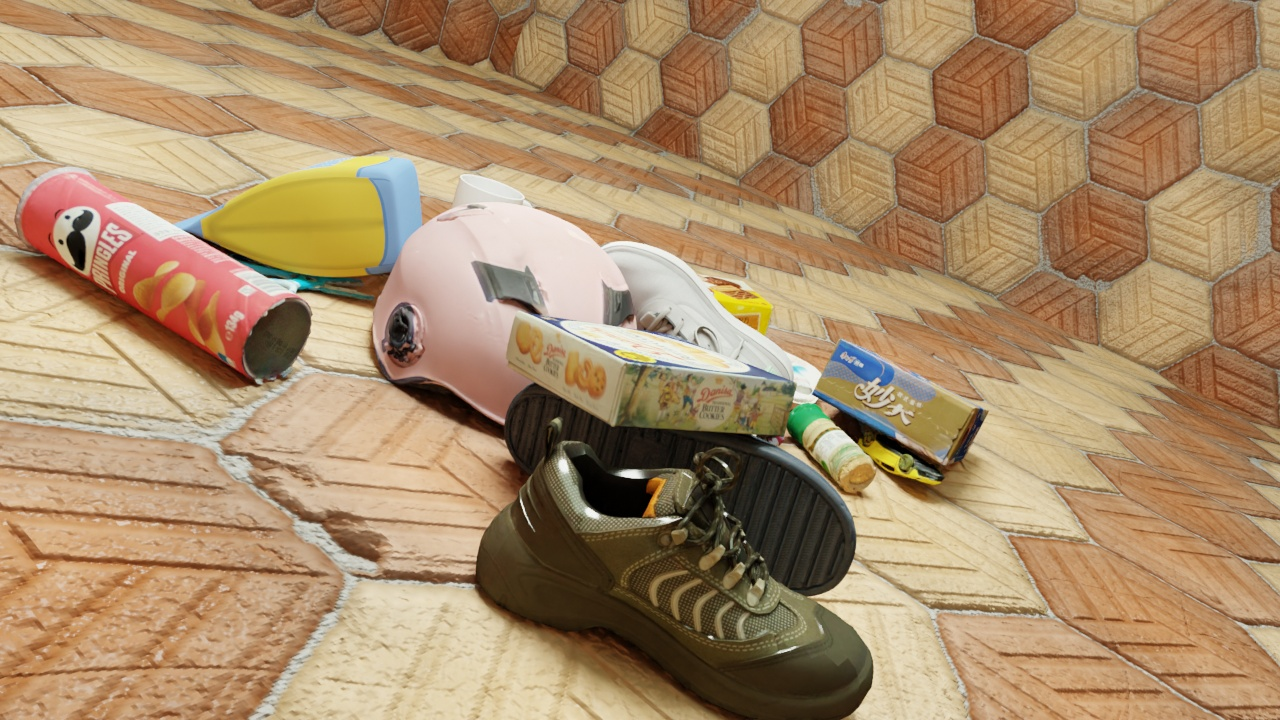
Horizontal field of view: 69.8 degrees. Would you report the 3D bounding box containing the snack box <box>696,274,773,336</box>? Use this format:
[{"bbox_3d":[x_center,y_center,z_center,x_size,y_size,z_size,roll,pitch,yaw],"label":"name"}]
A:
[{"bbox_3d":[0.025,-0.065,1.056,0.230,0.062,0.110,7,19,-18],"label":"snack box"}]

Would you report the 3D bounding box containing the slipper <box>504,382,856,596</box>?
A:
[{"bbox_3d":[0.031,0.077,0.662,0.264,0.101,0.082,22,19,13],"label":"slipper"}]

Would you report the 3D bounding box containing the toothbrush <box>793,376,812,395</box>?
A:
[{"bbox_3d":[0.109,0.009,1.008,0.181,0.016,0.018,15,26,-18],"label":"toothbrush"}]

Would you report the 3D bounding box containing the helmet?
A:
[{"bbox_3d":[-0.101,-0.046,0.797,0.229,0.153,0.255,13,26,-33],"label":"helmet"}]

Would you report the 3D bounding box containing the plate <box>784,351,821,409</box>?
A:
[{"bbox_3d":[0.124,0.003,1.092,0.187,0.016,0.186,24,19,8],"label":"plate"}]

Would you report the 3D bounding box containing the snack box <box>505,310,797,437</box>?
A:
[{"bbox_3d":[0.005,0.009,0.626,0.144,0.042,0.144,7,10,-37],"label":"snack box"}]

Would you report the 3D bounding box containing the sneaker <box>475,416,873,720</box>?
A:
[{"bbox_3d":[0.036,0.101,0.526,0.238,0.143,0.101,22,18,1],"label":"sneaker"}]

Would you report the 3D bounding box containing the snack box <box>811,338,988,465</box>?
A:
[{"bbox_3d":[0.293,0.047,1.017,0.155,0.069,0.202,30,9,23],"label":"snack box"}]

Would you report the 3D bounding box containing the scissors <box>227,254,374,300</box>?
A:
[{"bbox_3d":[-0.317,-0.077,0.849,0.114,0.013,0.140,28,20,30],"label":"scissors"}]

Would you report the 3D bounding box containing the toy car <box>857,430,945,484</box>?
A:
[{"bbox_3d":[0.267,0.103,0.946,0.049,0.030,0.107,19,9,-28],"label":"toy car"}]

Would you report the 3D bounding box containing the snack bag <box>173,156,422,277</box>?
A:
[{"bbox_3d":[-0.325,-0.140,0.885,0.205,0.102,0.159,-3,17,-5],"label":"snack bag"}]

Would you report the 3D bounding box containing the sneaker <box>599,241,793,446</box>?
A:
[{"bbox_3d":[0.048,-0.012,0.906,0.263,0.097,0.128,37,25,-17],"label":"sneaker"}]

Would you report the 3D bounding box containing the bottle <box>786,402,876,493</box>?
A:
[{"bbox_3d":[0.185,0.085,0.897,0.043,0.043,0.111,11,22,-27],"label":"bottle"}]

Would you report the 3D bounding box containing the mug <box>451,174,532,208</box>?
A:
[{"bbox_3d":[-0.183,-0.172,1.136,0.081,0.088,0.114,35,23,35],"label":"mug"}]

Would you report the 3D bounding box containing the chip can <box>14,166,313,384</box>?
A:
[{"bbox_3d":[-0.351,-0.065,0.681,0.233,0.073,0.073,28,20,16],"label":"chip can"}]

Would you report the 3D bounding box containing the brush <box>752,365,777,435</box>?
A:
[{"bbox_3d":[0.093,0.065,0.808,0.033,0.012,0.217,52,35,-9],"label":"brush"}]
